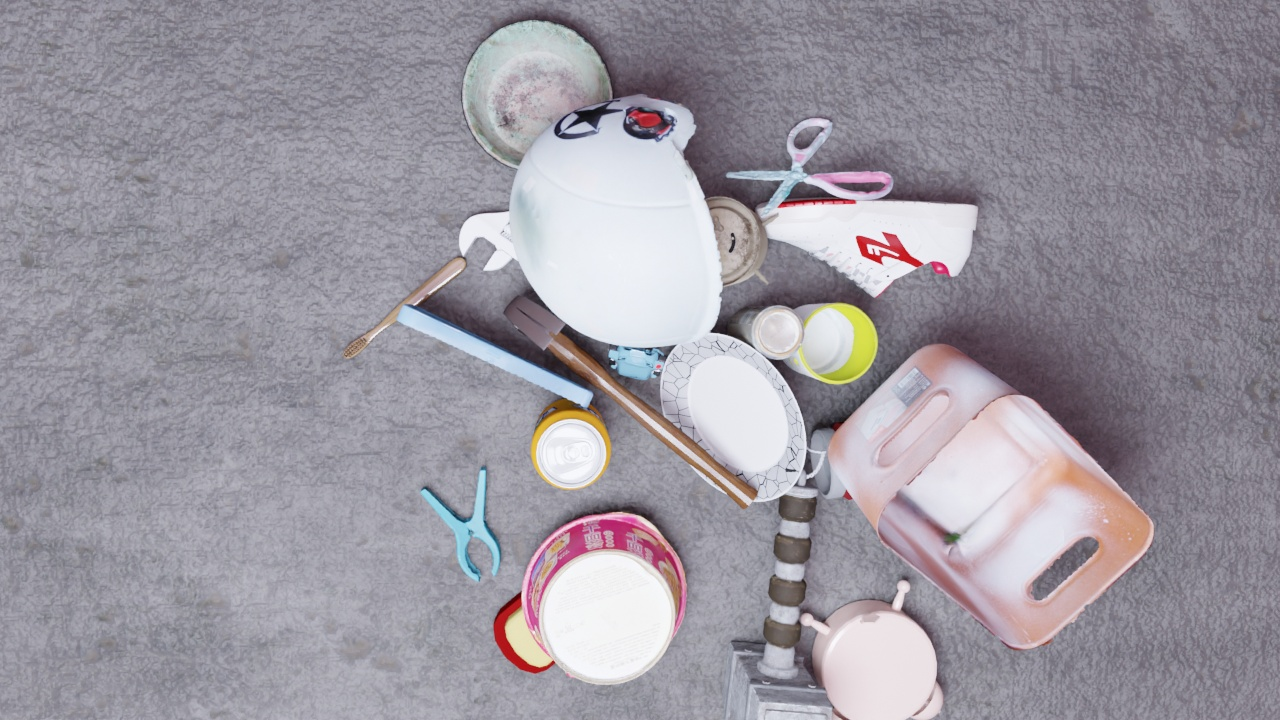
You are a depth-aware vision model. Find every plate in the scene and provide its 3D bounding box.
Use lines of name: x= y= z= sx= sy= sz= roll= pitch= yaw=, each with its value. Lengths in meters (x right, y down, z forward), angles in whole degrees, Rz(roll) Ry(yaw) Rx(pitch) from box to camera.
plate: x=0.097 y=0.058 z=0.960 sx=0.016 sy=0.189 sz=0.188 roll=-27 pitch=97 yaw=-40

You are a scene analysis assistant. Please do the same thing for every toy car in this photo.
toy car: x=-0.006 y=0.006 z=0.963 sx=0.060 sy=0.108 sz=0.027 roll=13 pitch=81 yaw=0

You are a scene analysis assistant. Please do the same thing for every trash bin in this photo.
trash bin: x=0.331 y=0.127 z=0.894 sx=0.259 sy=0.157 sz=0.182 roll=38 pitch=101 yaw=-22

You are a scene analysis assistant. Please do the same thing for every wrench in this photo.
wrench: x=-0.076 y=-0.187 z=0.992 sx=0.273 sy=0.018 sz=0.066 roll=-35 pitch=95 yaw=-2

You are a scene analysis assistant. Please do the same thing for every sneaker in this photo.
sneaker: x=0.241 y=-0.122 z=0.993 sx=0.236 sy=0.090 sz=0.104 roll=1 pitch=102 yaw=-7

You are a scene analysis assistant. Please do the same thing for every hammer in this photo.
hammer: x=0.152 y=0.248 z=0.960 sx=0.079 sy=0.177 sz=0.326 roll=6 pitch=92 yaw=-5
hammer: x=-0.010 y=0.044 z=0.950 sx=0.323 sy=0.115 sz=0.033 roll=39 pitch=84 yaw=-1

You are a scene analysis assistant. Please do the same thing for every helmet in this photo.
helmet: x=-0.035 y=-0.120 z=0.865 sx=0.163 sy=0.263 sz=0.237 roll=-14 pitch=131 yaw=-15

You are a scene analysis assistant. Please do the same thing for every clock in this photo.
clock: x=0.265 y=0.344 z=1.026 sx=0.131 sy=0.086 sz=0.160 roll=-18 pitch=101 yaw=-3
clock: x=0.073 y=-0.126 z=0.975 sx=0.141 sy=0.054 sz=0.093 roll=11 pitch=99 yaw=26

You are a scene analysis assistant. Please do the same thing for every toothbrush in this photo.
toothbrush: x=-0.254 y=-0.056 z=0.987 sx=0.167 sy=0.016 sz=0.016 roll=-39 pitch=95 yaw=-2

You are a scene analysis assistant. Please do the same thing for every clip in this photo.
clip: x=-0.177 y=0.179 z=1.006 sx=0.104 sy=0.027 sz=0.120 roll=-16 pitch=95 yaw=-1

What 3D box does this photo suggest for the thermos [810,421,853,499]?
thermos: x=0.294 y=0.094 z=0.997 sx=0.198 sy=0.108 sz=0.083 roll=-7 pitch=57 yaw=-6

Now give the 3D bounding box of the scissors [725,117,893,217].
scissors: x=0.176 y=-0.206 z=0.965 sx=0.170 sy=0.014 sz=0.172 roll=0 pitch=51 yaw=7

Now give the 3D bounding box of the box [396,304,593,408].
box: x=-0.145 y=-0.008 z=0.944 sx=0.209 sy=0.125 sz=0.021 roll=26 pitch=92 yaw=-6

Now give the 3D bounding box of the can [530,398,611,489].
can: x=-0.072 y=0.085 z=0.947 sx=0.079 sy=0.142 sz=0.079 roll=0 pitch=94 yaw=-5

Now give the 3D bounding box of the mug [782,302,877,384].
mug: x=0.196 y=-0.020 z=0.979 sx=0.082 sy=0.106 sz=0.082 roll=0 pitch=94 yaw=-5

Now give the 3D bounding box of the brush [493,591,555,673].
brush: x=-0.081 y=0.270 z=1.010 sx=0.173 sy=0.042 sz=0.082 roll=-39 pitch=96 yaw=-1

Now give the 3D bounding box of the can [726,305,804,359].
can: x=0.129 y=-0.030 z=0.958 sx=0.054 sy=0.135 sz=0.054 roll=0 pitch=92 yaw=-6

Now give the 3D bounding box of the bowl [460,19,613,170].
bowl: x=-0.108 y=-0.275 z=0.971 sx=0.157 sy=0.038 sz=0.157 roll=0 pitch=94 yaw=-4

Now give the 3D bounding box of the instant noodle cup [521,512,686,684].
instant noodle cup: x=-0.035 y=0.255 z=0.951 sx=0.178 sy=0.077 sz=0.178 roll=0 pitch=94 yaw=-4
